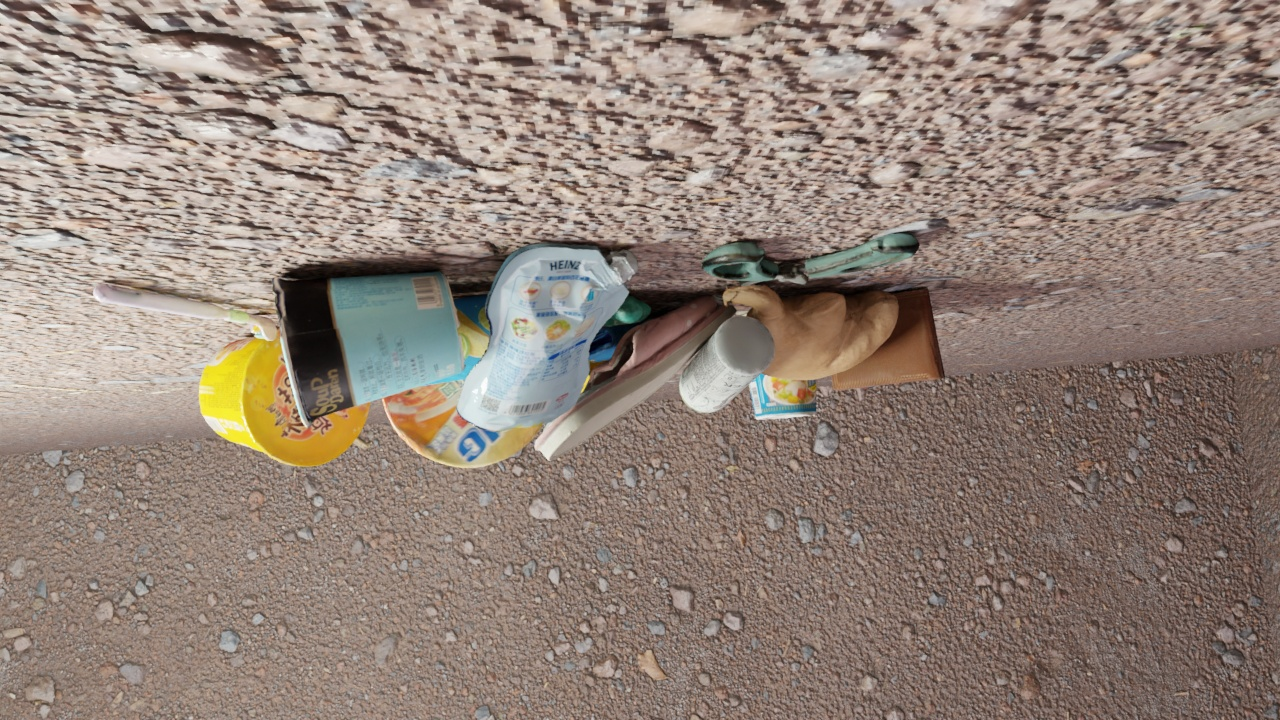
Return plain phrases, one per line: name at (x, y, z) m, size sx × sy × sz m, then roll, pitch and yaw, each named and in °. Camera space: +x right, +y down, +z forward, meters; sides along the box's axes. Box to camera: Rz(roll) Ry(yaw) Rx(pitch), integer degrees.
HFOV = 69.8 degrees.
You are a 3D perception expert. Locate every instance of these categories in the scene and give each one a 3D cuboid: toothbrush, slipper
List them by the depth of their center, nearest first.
toothbrush at (-0.350, -0.038, 0.717) m, size 0.021 × 0.029 × 0.189 m, roll -46°, pitch 166°, yaw 5°
slipper at (-0.005, 0.005, 0.888) m, size 0.273 × 0.054 × 0.114 m, roll -36°, pitch 171°, yaw -36°

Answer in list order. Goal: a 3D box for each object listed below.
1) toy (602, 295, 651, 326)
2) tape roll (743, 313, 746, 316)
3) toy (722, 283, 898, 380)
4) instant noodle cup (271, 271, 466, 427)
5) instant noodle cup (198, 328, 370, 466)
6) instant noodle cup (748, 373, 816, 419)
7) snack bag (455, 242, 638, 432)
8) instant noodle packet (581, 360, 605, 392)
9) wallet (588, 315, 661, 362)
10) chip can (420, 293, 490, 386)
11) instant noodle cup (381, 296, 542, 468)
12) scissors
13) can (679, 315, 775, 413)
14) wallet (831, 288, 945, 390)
toy at (-0.034, -0.046, 0.873) m, size 0.092 × 0.030 × 0.096 m, roll -3°, pitch -176°, yaw 22°
tape roll at (0.160, -0.049, 1.082) m, size 0.086 × 0.014 × 0.086 m, roll -5°, pitch 174°, yaw -1°
toy at (0.158, -0.031, 0.932) m, size 0.225 × 0.082 × 0.144 m, roll 1°, pitch 144°, yaw -39°
instant noodle cup at (-0.195, -0.017, 0.673) m, size 0.120 × 0.111 × 0.111 m, roll -12°, pitch 177°, yaw -17°
instant noodle cup at (-0.353, 0.032, 0.899) m, size 0.110 × 0.138 × 0.137 m, roll 1°, pitch 179°, yaw 38°
instant noodle cup at (0.162, 0.012, 1.059) m, size 0.099 × 0.110 × 0.099 m, roll -4°, pitch 174°, yaw -1°
snack bag at (-0.073, -0.017, 0.697) m, size 0.110 × 0.038 × 0.192 m, roll 1°, pitch 139°, yaw -24°
instant noodle packet at (-0.047, 0.003, 1.094) m, size 0.128 × 0.044 × 0.111 m, roll -32°, pitch -173°, yaw -37°
wallet at (-0.003, -0.029, 1.005) m, size 0.132 × 0.040 × 0.107 m, roll -11°, pitch 178°, yaw -33°
chip can at (-0.172, -0.014, 0.758) m, size 0.210 × 0.071 × 0.071 m, roll -9°, pitch 175°, yaw -7°
instant noodle cup at (-0.158, 0.017, 0.855) m, size 0.151 × 0.151 × 0.111 m, roll -4°, pitch -178°, yaw -8°
scissors at (0.137, -0.079, 0.728) m, size 0.180 × 0.019 × 0.170 m, roll -9°, pitch 172°, yaw 25°
can at (0.081, 0.007, 0.900) m, size 0.058 × 0.058 × 0.147 m, roll -4°, pitch 163°, yaw -13°
wallet at (0.266, -0.021, 1.012) m, size 0.125 × 0.101 × 0.032 m, roll -9°, pitch 175°, yaw 34°
